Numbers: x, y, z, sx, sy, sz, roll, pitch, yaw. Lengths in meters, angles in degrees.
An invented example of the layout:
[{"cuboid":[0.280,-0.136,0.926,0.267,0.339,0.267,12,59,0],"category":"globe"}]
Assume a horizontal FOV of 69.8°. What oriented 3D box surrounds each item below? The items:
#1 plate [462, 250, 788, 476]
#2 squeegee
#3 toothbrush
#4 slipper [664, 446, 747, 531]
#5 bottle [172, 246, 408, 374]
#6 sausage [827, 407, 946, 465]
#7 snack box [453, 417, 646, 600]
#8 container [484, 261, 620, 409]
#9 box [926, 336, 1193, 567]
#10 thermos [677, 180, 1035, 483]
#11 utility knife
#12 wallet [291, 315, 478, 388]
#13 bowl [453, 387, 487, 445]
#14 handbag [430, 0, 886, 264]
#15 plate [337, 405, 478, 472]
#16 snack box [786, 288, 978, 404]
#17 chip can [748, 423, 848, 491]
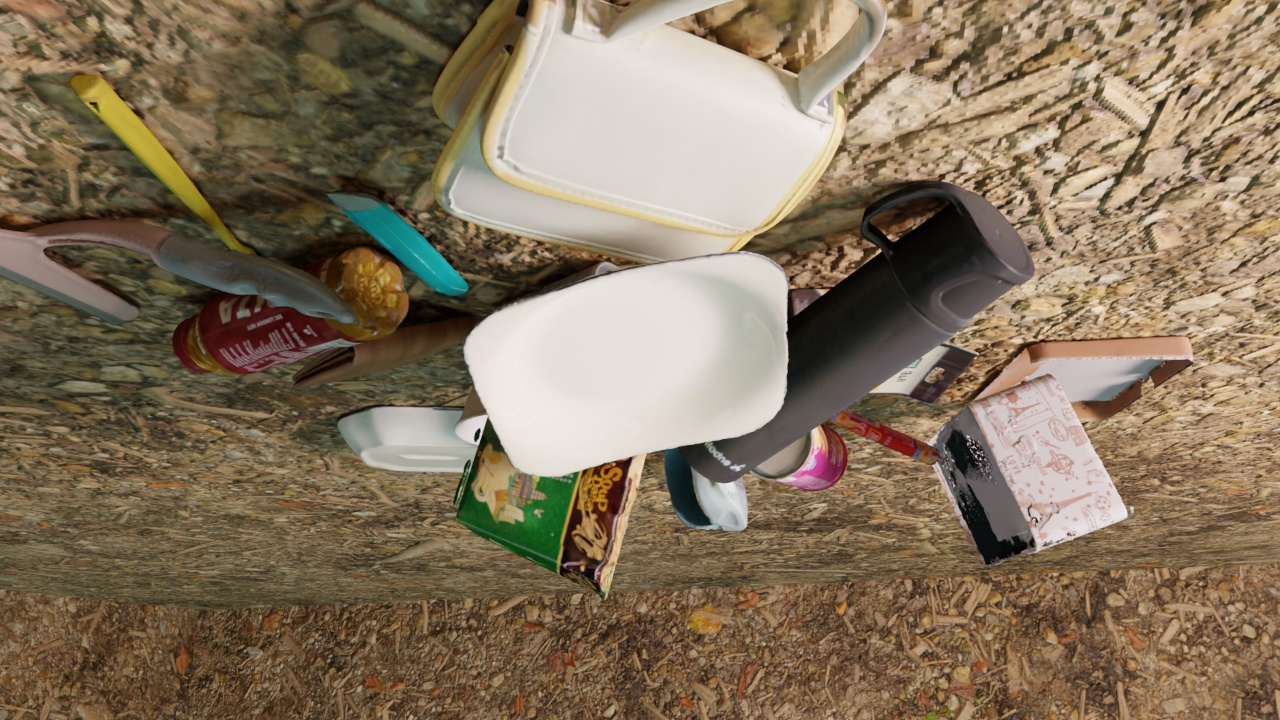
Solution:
[{"cuboid":[-0.004,-0.001,0.489,0.164,0.034,0.164,-12,144,-1],"category":"plate"},{"cuboid":[-0.267,-0.055,0.508,0.250,0.040,0.248,10,166,12],"category":"squeegee"},{"cuboid":[-0.241,-0.086,0.485,0.015,0.016,0.190,0,160,-1],"category":"toothbrush"},{"cuboid":[0.060,0.114,0.878,0.074,0.104,0.245,-10,168,7],"category":"slipper"},{"cuboid":[-0.232,-0.026,0.592,0.175,0.057,0.057,-12,158,29],"category":"bottle"},{"cuboid":[0.203,0.060,0.830,0.156,0.020,0.020,24,161,6],"category":"sausage"},{"cuboid":[-0.056,0.084,0.602,0.105,0.118,0.118,16,164,2],"category":"snack box"},{"cuboid":[-0.043,-0.002,0.629,0.115,0.090,0.090,-14,157,39],"category":"container"},{"cuboid":[0.372,0.070,0.798,0.193,0.156,0.183,-19,162,0],"category":"box"},{"cuboid":[0.113,-0.015,0.570,0.090,0.068,0.243,43,126,-7],"category":"thermos"},{"cuboid":[-0.139,-0.067,0.552,0.029,0.013,0.157,-2,163,10],"category":"utility knife"},{"cuboid":[-0.187,-0.004,0.669,0.101,0.020,0.116,-14,176,-44],"category":"wallet"},{"cuboid":[-0.090,0.029,0.745,0.118,0.064,0.118,-2,160,-1],"category":"bowl"},{"cuboid":[0.012,-0.106,0.389,0.163,0.063,0.179,9,155,-30],"category":"handbag"},{"cuboid":[-0.177,0.088,0.951,0.265,0.034,0.162,3,160,-10],"category":"plate"},{"cuboid":[0.165,-0.008,0.672,0.125,0.053,0.113,-1,160,0],"category":"snack box"},{"cuboid":[0.145,0.082,0.858,0.071,0.071,0.210,-8,167,19],"category":"chip can"}]
